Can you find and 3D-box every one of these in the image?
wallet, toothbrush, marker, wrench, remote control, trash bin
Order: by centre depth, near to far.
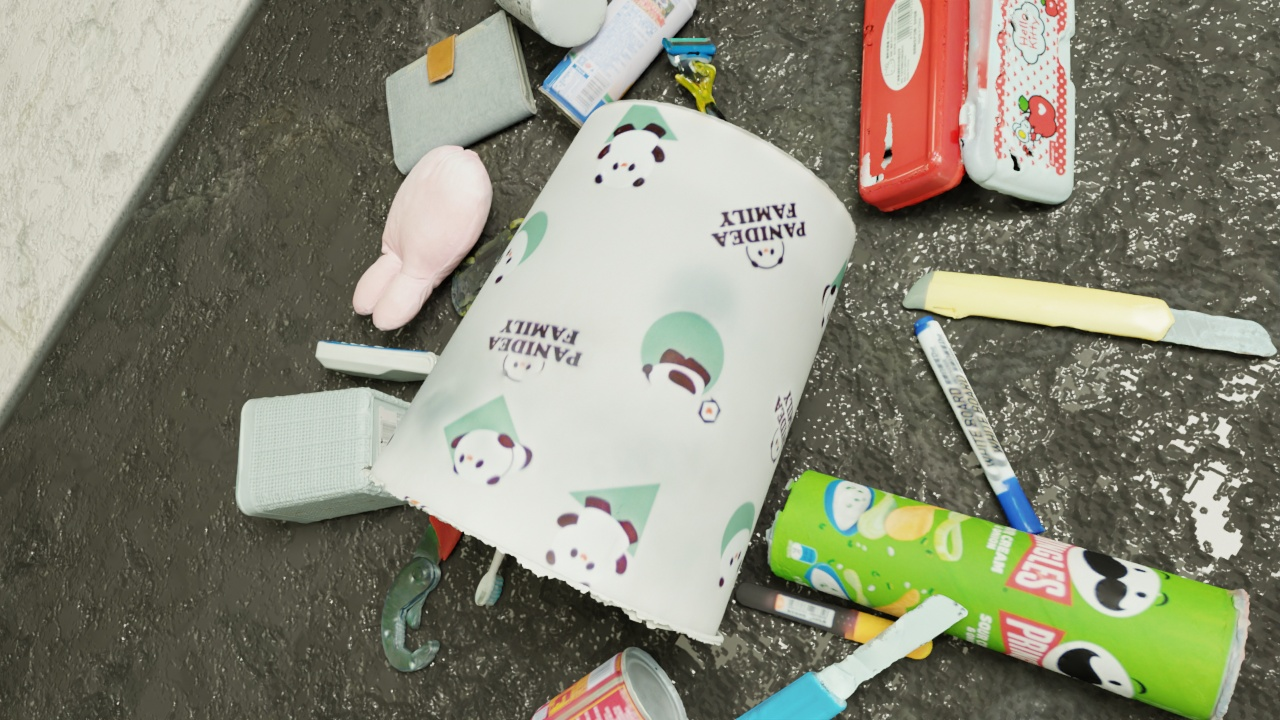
[{"bbox_3d":[-0.003,0.003,0.552,0.230,0.229,0.251,21,80,28],"label":"trash bin"},{"bbox_3d":[0.202,0.038,0.555,0.017,0.017,0.145,-26,67,16],"label":"marker"},{"bbox_3d":[0.116,0.158,0.564,0.124,0.015,0.018,10,79,29],"label":"marker"},{"bbox_3d":[-0.075,0.071,0.666,0.026,0.027,0.224,17,83,41],"label":"toothbrush"},{"bbox_3d":[-0.133,0.099,0.691,0.056,0.016,0.273,19,85,28],"label":"wrench"},{"bbox_3d":[-0.198,0.003,0.729,0.125,0.049,0.024,5,81,26],"label":"remote control"},{"bbox_3d":[-0.159,-0.230,0.780,0.130,0.037,0.106,-21,69,18],"label":"wallet"}]

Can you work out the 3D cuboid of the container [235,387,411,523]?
[{"bbox_3d":[-0.233,0.072,0.706,0.112,0.090,0.090,-9,73,18],"label":"container"}]

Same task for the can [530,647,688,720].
[{"bbox_3d":[-0.025,0.234,0.578,0.094,0.066,0.066,-38,64,11],"label":"can"}]

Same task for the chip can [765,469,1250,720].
[{"bbox_3d":[0.190,0.124,0.507,0.236,0.072,0.072,14,82,28],"label":"chip can"}]

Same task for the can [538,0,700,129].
[{"bbox_3d":[-0.016,-0.242,0.708,0.134,0.053,0.053,-48,63,6],"label":"can"}]

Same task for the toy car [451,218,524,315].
[{"bbox_3d":[-0.106,-0.070,0.716,0.105,0.032,0.048,-30,60,28],"label":"toy car"}]

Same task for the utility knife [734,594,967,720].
[{"bbox_3d":[0.092,0.200,0.526,0.235,0.018,0.034,-46,58,26],"label":"utility knife"}]

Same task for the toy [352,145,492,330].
[{"bbox_3d":[-0.175,-0.099,0.735,0.121,0.054,0.159,30,89,50],"label":"toy"}]

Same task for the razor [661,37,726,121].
[{"bbox_3d":[0.057,-0.179,0.678,0.042,0.022,0.142,-12,68,-26],"label":"razor"}]

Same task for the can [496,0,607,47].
[{"bbox_3d":[-0.076,-0.288,0.715,0.058,0.058,0.146,-46,37,7],"label":"can"}]

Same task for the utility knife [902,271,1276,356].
[{"bbox_3d":[0.259,-0.029,0.545,0.202,0.021,0.031,11,86,33],"label":"utility knife"}]

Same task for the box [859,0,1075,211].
[{"bbox_3d":[0.215,-0.194,0.599,0.110,0.100,0.201,-14,68,58],"label":"box"}]
